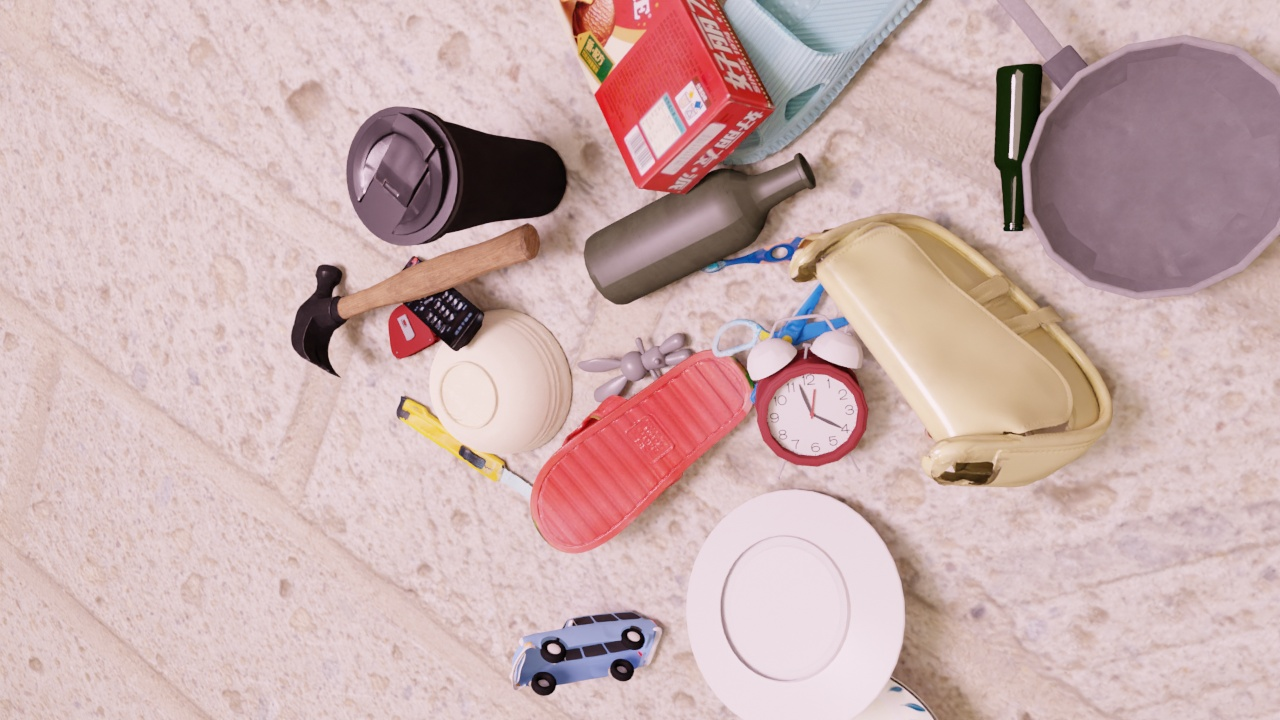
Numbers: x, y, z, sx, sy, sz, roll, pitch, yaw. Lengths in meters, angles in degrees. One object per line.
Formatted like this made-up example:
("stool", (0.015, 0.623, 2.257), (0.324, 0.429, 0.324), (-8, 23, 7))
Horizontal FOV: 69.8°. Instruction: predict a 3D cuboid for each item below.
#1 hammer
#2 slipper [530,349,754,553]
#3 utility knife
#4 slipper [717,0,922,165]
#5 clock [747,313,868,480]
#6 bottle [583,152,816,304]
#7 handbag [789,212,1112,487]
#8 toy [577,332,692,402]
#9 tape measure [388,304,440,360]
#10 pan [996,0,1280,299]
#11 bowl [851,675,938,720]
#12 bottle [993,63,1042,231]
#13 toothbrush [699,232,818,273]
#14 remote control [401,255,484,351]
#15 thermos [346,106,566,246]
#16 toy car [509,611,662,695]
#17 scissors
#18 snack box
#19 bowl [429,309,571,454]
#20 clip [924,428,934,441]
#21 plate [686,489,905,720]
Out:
("hammer", (-0.226, -0.070, 0.898), (0.306, 0.040, 0.132), (-14, 55, 30))
("slipper", (-0.003, 0.079, 0.857), (0.249, 0.059, 0.103), (-42, 96, 9))
("utility knife", (-0.174, 0.100, 0.970), (0.218, 0.019, 0.031), (29, 119, 14))
("slipper", (0.129, -0.264, 0.732), (0.277, 0.069, 0.116), (-42, 85, 24))
("clock", (0.142, 0.029, 0.775), (0.096, 0.048, 0.138), (-7, 106, 7))
("bottle", (0.051, -0.118, 0.791), (0.207, 0.071, 0.071), (-24, 90, 26))
("handbag", (0.230, -0.013, 0.681), (0.232, 0.190, 0.089), (57, 133, 19))
("toy", (-0.005, 0.005, 0.864), (0.112, 0.030, 0.049), (-20, 106, 21))
("tape measure", (-0.246, -0.033, 0.971), (0.059, 0.019, 0.051), (-24, 90, 26))
("pan", (0.305, -0.202, 0.649), (0.179, 0.041, 0.357), (-40, 91, 18))
("bowl", (0.192, 0.334, 0.815), (0.177, 0.070, 0.177), (5, 102, 24))
("bottle", (0.286, -0.160, 0.698), (0.033, 0.033, 0.123), (3, 102, 24))
("toothbrush", (0.113, -0.092, 0.798), (0.135, 0.017, 0.021), (-9, 101, 26))
("remote control", (-0.202, -0.057, 0.912), (0.047, 0.022, 0.150), (-53, 47, 0))
("thermos", (-0.146, -0.157, 0.791), (0.106, 0.218, 0.106), (5, 102, 23))
("toy car", (-0.055, 0.279, 0.887), (0.054, 0.153, 0.056), (51, 132, 49))
("scissors", (0.119, -0.024, 0.797), (0.110, 0.018, 0.131), (31, 106, -4))
("snack box", (0.006, -0.263, 0.744), (0.113, 0.060, 0.236), (-40, 66, 40))
("bowl", (-0.151, 0.028, 0.910), (0.151, 0.075, 0.151), (5, 102, 23))
("clip", (0.263, 0.062, 0.753), (0.061, 0.049, 0.026), (31, 113, 46))
("plate", (0.126, 0.216, 0.801), (0.209, 0.015, 0.208), (-13, 68, 33))
